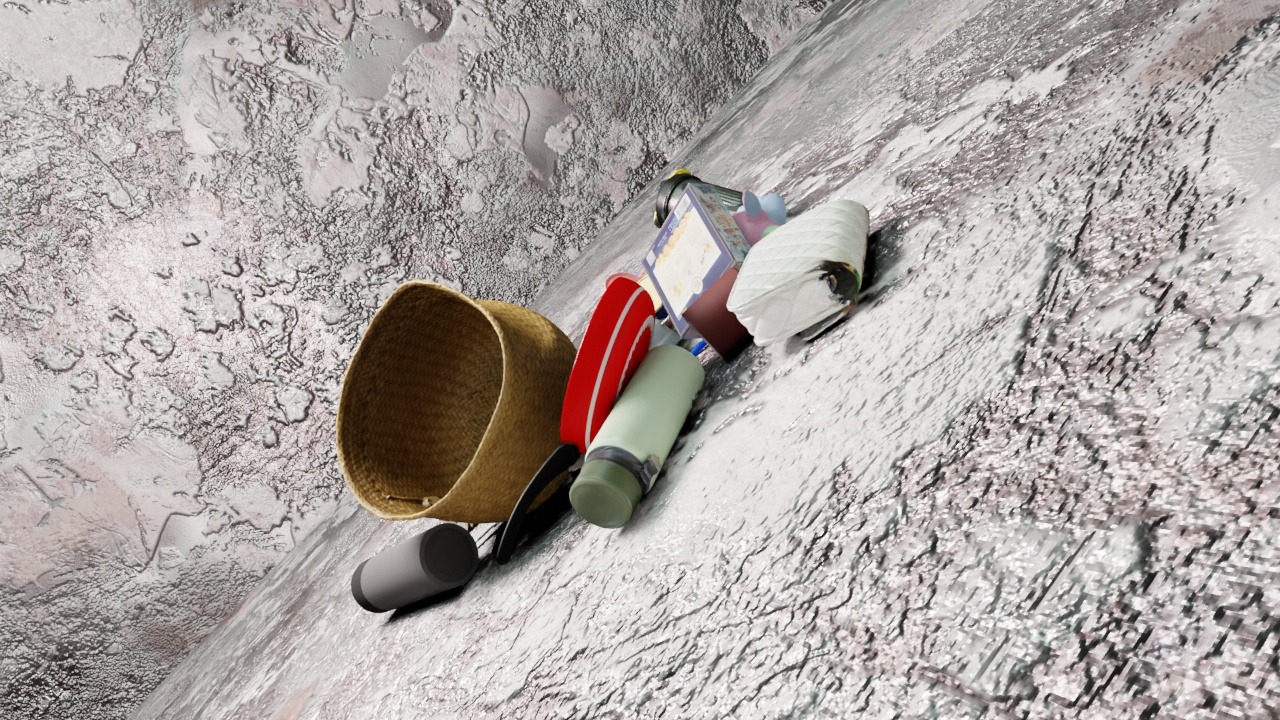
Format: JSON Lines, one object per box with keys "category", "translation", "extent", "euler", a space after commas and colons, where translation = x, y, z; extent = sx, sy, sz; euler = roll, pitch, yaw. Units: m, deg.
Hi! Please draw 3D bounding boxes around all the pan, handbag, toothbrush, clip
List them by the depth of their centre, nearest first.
{"category": "handbag", "translation": [0.177, -0.094, 0.976], "extent": [0.139, 0.072, 0.194], "euler": [-26, 20, 30]}
{"category": "pan", "translation": [-0.064, 0.070, 1.033], "extent": [0.209, 0.067, 0.355], "euler": [88, -159, -65]}
{"category": "clip", "translation": [-0.064, 0.118, 1.115], "extent": [0.059, 0.050, 0.101], "euler": [-26, 18, 20]}
{"category": "toothbrush", "translation": [0.091, -0.035, 1.170], "extent": [0.183, 0.018, 0.016], "euler": [-40, -11, 20]}

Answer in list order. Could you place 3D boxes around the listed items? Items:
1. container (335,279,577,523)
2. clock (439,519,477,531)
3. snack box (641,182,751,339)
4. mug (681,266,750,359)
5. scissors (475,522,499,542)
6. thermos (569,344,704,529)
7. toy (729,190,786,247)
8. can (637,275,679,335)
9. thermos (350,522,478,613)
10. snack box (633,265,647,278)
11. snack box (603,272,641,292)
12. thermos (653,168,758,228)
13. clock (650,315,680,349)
{"category": "container", "translation": [-0.221, 0.066, 1.180], "extent": [0.308, 0.196, 0.306], "euler": [-12, 70, 36]}
{"category": "clock", "translation": [-0.248, 0.194, 1.384], "extent": [0.155, 0.065, 0.114], "euler": [-36, 15, 34]}
{"category": "snack box", "translation": [0.072, -0.126, 1.175], "extent": [0.042, 0.145, 0.145], "euler": [-1, -39, -35]}
{"category": "mug", "translation": [0.106, -0.053, 1.088], "extent": [0.082, 0.073, 0.105], "euler": [-44, -16, 2]}
{"category": "scissors", "translation": [-0.184, 0.212, 1.242], "extent": [0.170, 0.012, 0.121], "euler": [-47, 11, -24]}
{"category": "thermos", "translation": [0.001, 0.077, 0.966], "extent": [0.083, 0.082, 0.230], "euler": [-34, 16, 39]}
{"category": "toy", "translation": [0.128, -0.163, 1.239], "extent": [0.171, 0.120, 0.222], "euler": [-55, 25, 20]}
{"category": "can", "translation": [0.016, -0.063, 1.301], "extent": [0.116, 0.092, 0.056], "euler": [-37, 57, 30]}
{"category": "thermos", "translation": [-0.312, 0.287, 1.250], "extent": [0.241, 0.082, 0.082], "euler": [-30, 19, 47]}
{"category": "snack box", "translation": [0.080, -0.178, 1.542], "extent": [0.202, 0.069, 0.155], "euler": [-49, 15, -22]}
{"category": "snack box", "translation": [-0.033, -0.070, 1.441], "extent": [0.072, 0.072, 0.122], "euler": [-57, -10, -43]}
{"category": "thermos", "translation": [0.111, -0.227, 1.392], "extent": [0.098, 0.098, 0.221], "euler": [-48, 41, -16]}
{"category": "clock", "translation": [-0.007, 0.007, 1.238], "extent": [0.122, 0.045, 0.160], "euler": [-48, 2, -41]}
